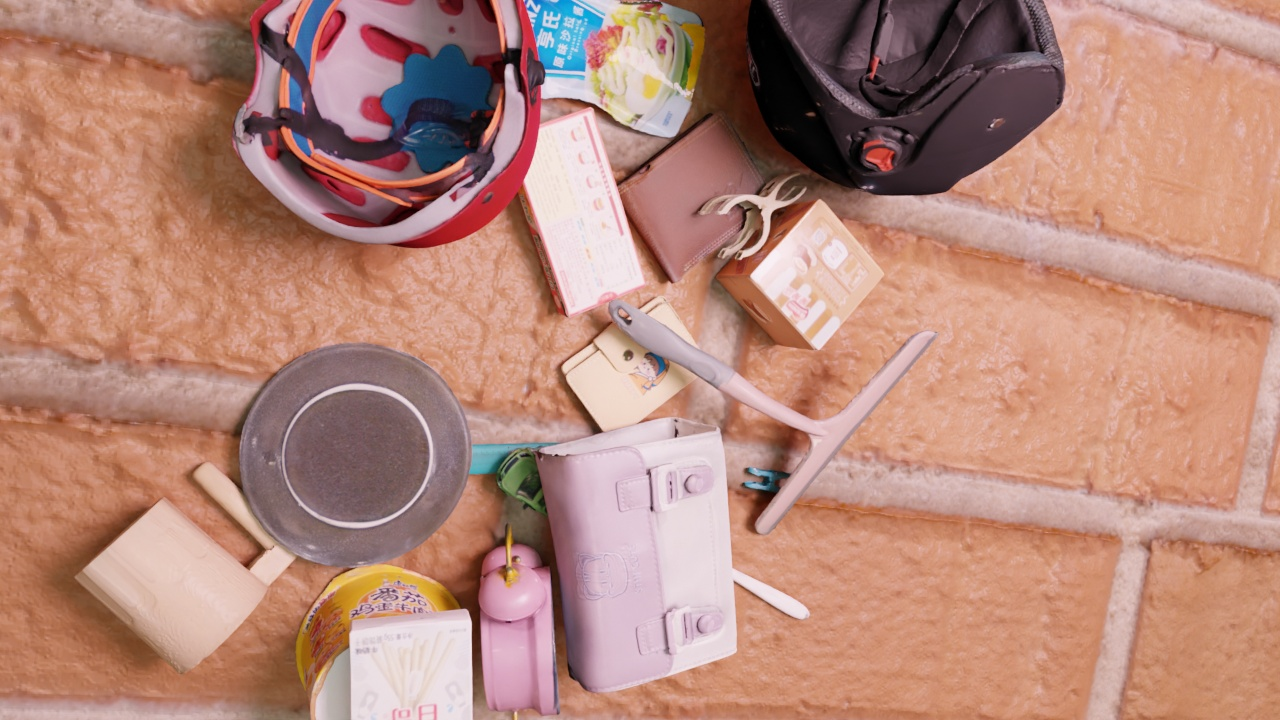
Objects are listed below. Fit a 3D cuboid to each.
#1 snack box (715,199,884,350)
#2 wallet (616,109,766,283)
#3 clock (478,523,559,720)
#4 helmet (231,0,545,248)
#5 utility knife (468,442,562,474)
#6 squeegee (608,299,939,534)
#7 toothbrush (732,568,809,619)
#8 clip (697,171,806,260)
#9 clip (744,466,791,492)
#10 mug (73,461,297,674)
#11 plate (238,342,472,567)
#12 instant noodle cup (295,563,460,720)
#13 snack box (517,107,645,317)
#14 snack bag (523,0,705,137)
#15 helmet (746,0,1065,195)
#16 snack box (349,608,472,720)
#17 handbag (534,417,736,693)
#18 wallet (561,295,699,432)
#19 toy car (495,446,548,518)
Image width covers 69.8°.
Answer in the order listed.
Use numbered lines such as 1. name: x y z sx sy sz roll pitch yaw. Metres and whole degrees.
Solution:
1. snack box: 0.139 -0.075 0.812 0.093 0.077 0.094 45 81 -17
2. wallet: 0.048 -0.142 0.802 0.124 0.032 0.101 -39 107 -10
3. clock: -0.099 0.211 0.745 0.060 0.117 0.158 -3 98 -6
4. helmet: -0.162 -0.193 0.666 0.207 0.144 0.240 13 87 10
5. utility knife: -0.099 0.082 0.784 0.216 0.013 0.029 0 98 -18
6. squeegee: 0.079 0.019 0.779 0.249 0.040 0.248 30 114 -10
7. toothbrush: 0.090 0.201 0.854 0.180 0.016 0.016 32 87 -18
8. clip: 0.101 -0.119 0.796 0.102 0.035 0.093 -13 104 -29
9. clip: 0.123 0.112 0.858 0.056 0.014 0.043 13 91 -20
10. mug: -0.334 0.152 0.688 0.103 0.084 0.124 49 56 -14
11. plate: -0.222 0.074 0.725 0.179 0.024 0.179 1 86 -18
12. instant noodle cup: -0.200 0.243 0.717 0.138 0.110 0.138 -1 95 -16
13. snack box: -0.054 -0.122 0.760 0.077 0.027 0.156 -24 109 -19
14. snack bag: -0.044 -0.260 0.759 0.191 0.039 0.110 12 102 -18
15. helmet: 0.200 -0.247 0.738 0.274 0.231 0.233 1 65 -15
16. snack box: -0.163 0.261 0.658 0.084 0.027 0.157 -1 95 -17
17. handbag: 0.001 0.155 0.750 0.144 0.098 0.197 -10 99 -26
18. wallet: -0.005 0.005 0.803 0.115 0.024 0.087 -37 103 -10
19. toy car: -0.079 0.110 0.774 0.091 0.036 0.043 36 96 -26
